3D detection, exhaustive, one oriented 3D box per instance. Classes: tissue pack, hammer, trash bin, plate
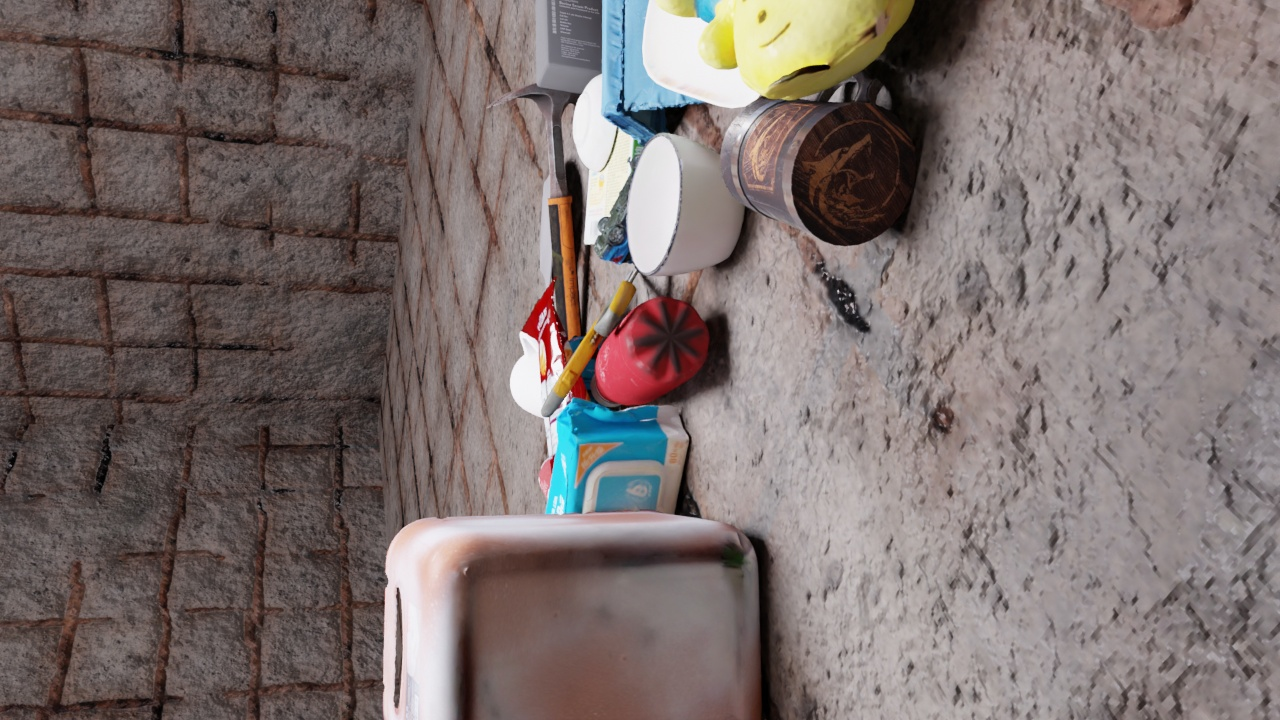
[{"bbox_3d":[-0.027,0.132,0.831,0.066,0.116,0.209,-142,56,-59],"label":"tissue pack"},{"bbox_3d":[-0.103,-0.168,1.077,0.035,0.137,0.314,7,104,51],"label":"hammer"},{"bbox_3d":[-0.047,0.207,0.688,0.158,0.259,0.181,165,106,-64],"label":"trash bin"},{"bbox_3d":[-0.052,-0.254,0.976,0.104,0.026,0.104,-177,90,-70],"label":"plate"},{"bbox_3d":[0.068,-0.296,0.707,0.187,0.016,0.187,38,121,49],"label":"plate"},{"bbox_3d":[-0.121,-0.173,1.188,0.178,0.012,0.178,-179,91,-82],"label":"plate"}]

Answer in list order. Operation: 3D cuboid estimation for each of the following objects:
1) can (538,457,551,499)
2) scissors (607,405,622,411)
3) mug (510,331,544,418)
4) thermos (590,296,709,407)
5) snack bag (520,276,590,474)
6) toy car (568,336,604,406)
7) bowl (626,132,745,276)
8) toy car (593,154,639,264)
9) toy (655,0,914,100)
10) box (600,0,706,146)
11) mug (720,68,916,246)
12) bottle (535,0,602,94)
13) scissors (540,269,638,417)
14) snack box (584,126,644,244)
[{"bbox_3d":[-0.084,0.149,1.063,0.096,0.054,0.054,-134,50,-62],"label":"can"},{"bbox_3d":[-0.030,0.131,0.978,0.147,0.014,0.141,115,146,-46],"label":"scissors"},{"bbox_3d":[-0.108,0.016,1.076,0.088,0.080,0.114,17,134,62],"label":"mug"},{"bbox_3d":[-0.005,0.005,0.843,0.240,0.073,0.073,140,129,-72],"label":"thermos"},{"bbox_3d":[-0.086,0.034,0.952,0.139,0.066,0.207,124,130,-67],"label":"snack bag"},{"bbox_3d":[-0.062,0.026,1.025,0.032,0.048,0.105,168,105,-66],"label":"toy car"},{"bbox_3d":[0.038,-0.124,0.750,0.116,0.065,0.116,-178,90,-68],"label":"bowl"},{"bbox_3d":[-0.004,-0.148,0.883,0.120,0.043,0.056,-63,22,13],"label":"toy car"},{"bbox_3d":[0.095,-0.236,0.558,0.149,0.084,0.214,-54,40,18],"label":"toy"},{"bbox_3d":[0.030,-0.327,0.839,0.112,0.094,0.231,-2,83,25],"label":"box"},{"bbox_3d":[0.114,-0.135,0.562,0.116,0.080,0.107,-55,26,5],"label":"mug"},{"bbox_3d":[-0.077,-0.392,1.050,0.046,0.083,0.173,138,132,-62],"label":"bottle"},{"bbox_3d":[-0.028,-0.043,0.831,0.225,0.016,0.229,-58,5,-4],"label":"scissors"},{"bbox_3d":[-0.023,-0.206,0.970,0.132,0.027,0.168,-162,76,-68],"label":"snack box"}]
